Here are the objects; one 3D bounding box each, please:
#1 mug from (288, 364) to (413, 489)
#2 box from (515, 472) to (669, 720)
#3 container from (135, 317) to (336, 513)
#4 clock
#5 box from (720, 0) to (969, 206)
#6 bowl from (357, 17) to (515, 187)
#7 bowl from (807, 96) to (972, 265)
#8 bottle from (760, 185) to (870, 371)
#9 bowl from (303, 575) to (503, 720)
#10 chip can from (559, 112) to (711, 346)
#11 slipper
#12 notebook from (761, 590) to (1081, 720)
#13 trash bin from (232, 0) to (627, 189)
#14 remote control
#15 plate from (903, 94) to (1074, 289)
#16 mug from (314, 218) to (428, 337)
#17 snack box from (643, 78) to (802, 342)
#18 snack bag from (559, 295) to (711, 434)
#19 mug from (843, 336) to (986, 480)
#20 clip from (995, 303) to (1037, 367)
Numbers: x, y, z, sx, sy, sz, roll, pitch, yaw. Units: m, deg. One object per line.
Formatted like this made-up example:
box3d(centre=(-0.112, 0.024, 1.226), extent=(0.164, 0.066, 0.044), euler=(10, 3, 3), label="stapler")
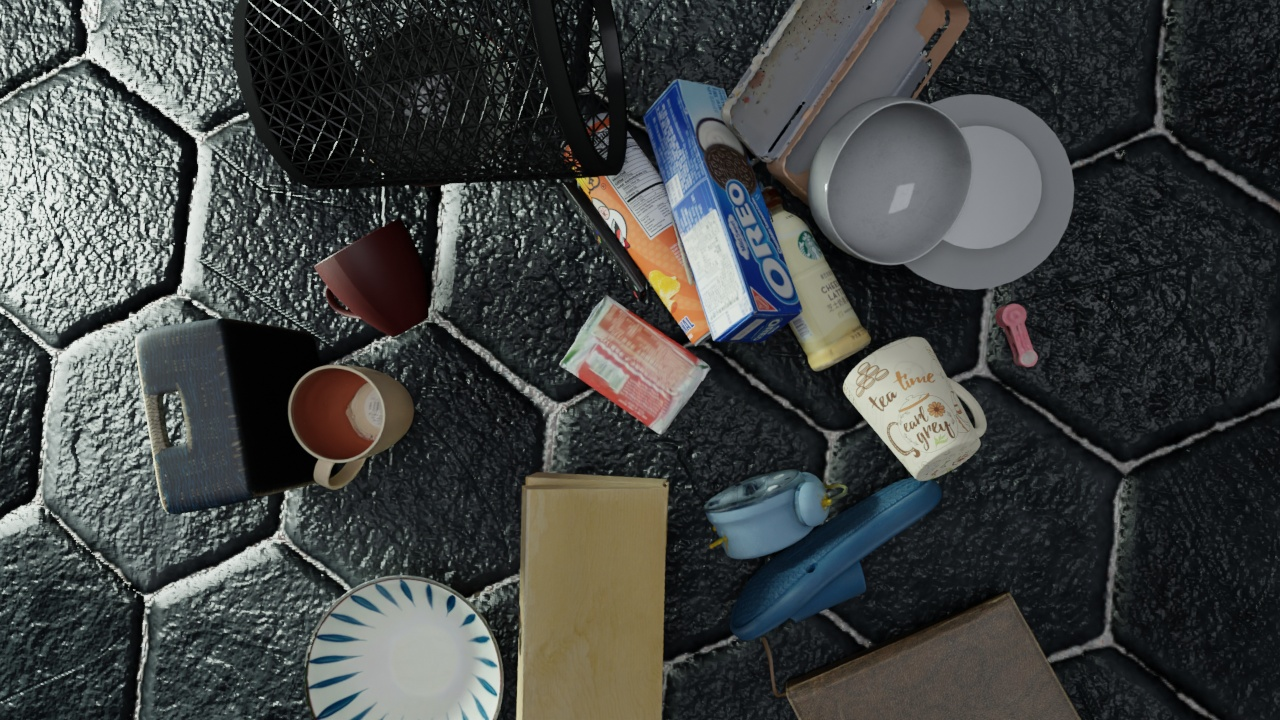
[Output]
box3d(centre=(-0.253, 0.060, 0.811), extent=(0.085, 0.104, 0.111), euler=(21, 92, 6), label="mug")
box3d(centre=(-0.041, 0.227, 0.780), extent=(0.140, 0.122, 0.249), euler=(2, 90, 9), label="box")
box3d(centre=(-0.332, 0.044, 0.777), extent=(0.071, 0.187, 0.145), euler=(-11, 88, 2), label="container")
box3d(centre=(0.116, 0.126, 0.780), extent=(0.124, 0.088, 0.051), euler=(-21, 91, 7), label="clock")
box3d(centre=(0.171, -0.250, 0.765), extent=(0.154, 0.058, 0.216), euler=(33, 93, -32), label="box")
box3d(centre=(-0.180, -0.227, 0.833), extent=(0.151, 0.056, 0.150), euler=(0, 89, 6), label="bowl")
box3d(centre=(0.199, -0.150, 0.759), extent=(0.131, 0.064, 0.132), euler=(-6, 112, -15), label="bowl")
box3d(centre=(0.137, -0.073, 0.797), extent=(0.056, 0.056, 0.162), euler=(-29, 86, 4), label="bottle")
box3d(centre=(-0.200, 0.274, 0.817), extent=(0.177, 0.071, 0.177), euler=(0, 88, 6), label="bowl")
box3d(centre=(0.012, -0.116, 0.808), extent=(0.062, 0.062, 0.210), euler=(-35, 86, 4), label="chip can")
box3d(centre=(0.167, 0.171, 0.768), extent=(0.214, 0.104, 0.059), euler=(-36, 88, 0), label="slipper")
box3d(centre=(0.237, 0.285, 0.779), extent=(0.216, 0.034, 0.190), euler=(-28, 82, 11), label="notebook")
box3d(centre=(-0.155, -0.232, 0.705), extent=(0.243, 0.216, 0.217), euler=(-7, 88, 12), label="trash bin")
box3d(centre=(-0.032, -0.109, 0.825), extent=(0.010, 0.039, 0.124), euler=(-34, 80, -6), label="remote control")
box3d(centre=(0.292, -0.149, 0.801), extent=(0.173, 0.019, 0.172), euler=(0, 89, 6), label="plate")
box3d(centre=(-0.241, -0.064, 0.833), extent=(0.114, 0.086, 0.088), euler=(-21, 106, 32), label="mug")
box3d(centre=(0.065, -0.127, 0.768), extent=(0.060, 0.059, 0.226), euler=(-38, 60, 46), label="snack box")
box3d(centre=(-0.005, 0.005, 0.820), extent=(0.116, 0.036, 0.077), euler=(35, 91, 6), label="snack bag")
box3d(centre=(0.243, 0.043, 0.768), extent=(0.081, 0.121, 0.097), euler=(-55, 50, 40), label="mug")
box3d(centre=(0.326, -0.022, 0.787), extent=(0.022, 0.038, 0.059), euler=(-21, 90, 2), label="clip")
